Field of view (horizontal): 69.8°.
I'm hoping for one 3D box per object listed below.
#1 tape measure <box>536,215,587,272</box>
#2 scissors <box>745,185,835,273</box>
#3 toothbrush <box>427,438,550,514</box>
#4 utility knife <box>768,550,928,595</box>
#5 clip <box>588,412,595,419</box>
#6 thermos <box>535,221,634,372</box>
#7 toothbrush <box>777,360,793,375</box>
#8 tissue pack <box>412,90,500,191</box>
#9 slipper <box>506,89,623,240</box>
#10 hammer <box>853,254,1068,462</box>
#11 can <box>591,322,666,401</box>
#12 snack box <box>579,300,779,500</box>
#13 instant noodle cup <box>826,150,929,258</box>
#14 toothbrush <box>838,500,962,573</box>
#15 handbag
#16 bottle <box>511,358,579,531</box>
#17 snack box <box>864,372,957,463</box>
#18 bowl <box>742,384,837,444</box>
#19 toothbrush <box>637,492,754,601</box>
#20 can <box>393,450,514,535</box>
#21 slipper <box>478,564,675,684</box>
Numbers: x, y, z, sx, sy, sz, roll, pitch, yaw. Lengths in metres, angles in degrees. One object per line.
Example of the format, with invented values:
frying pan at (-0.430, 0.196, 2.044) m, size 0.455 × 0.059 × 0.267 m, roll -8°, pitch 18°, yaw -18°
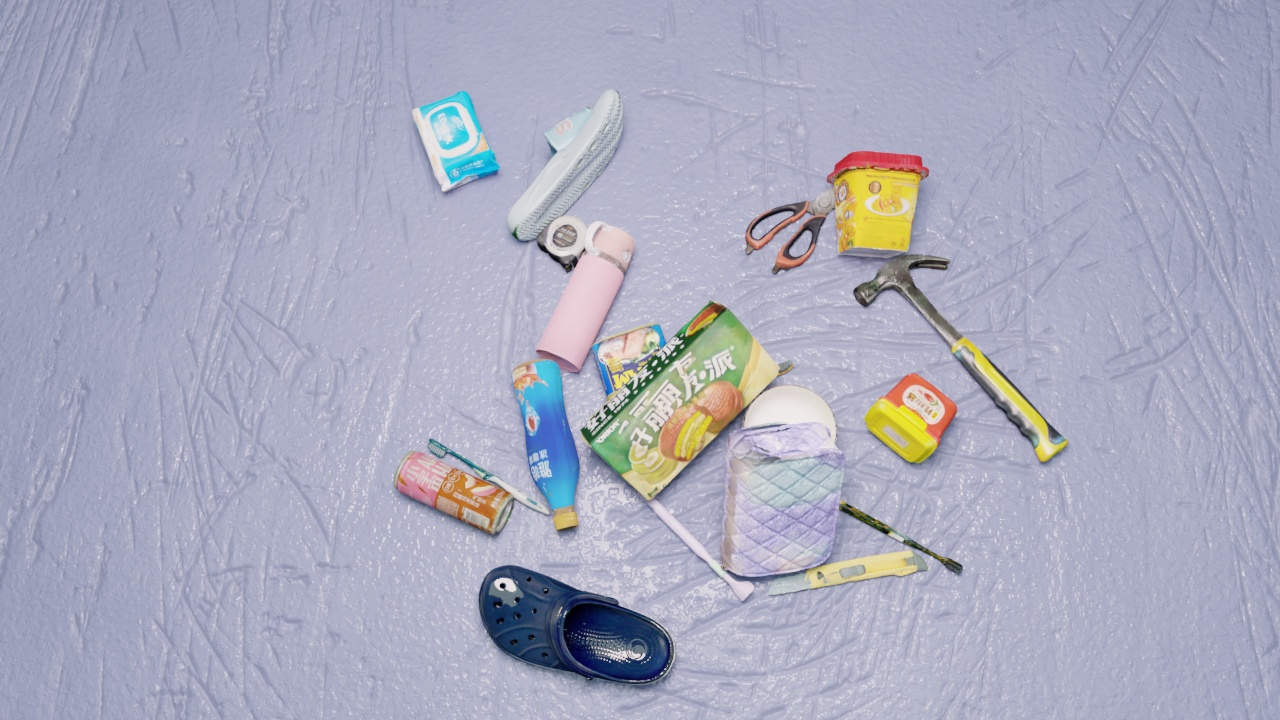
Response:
tape measure at (-0.102, -0.166, 1.274) m, size 0.066 × 0.033 × 0.066 m, roll 42°, pitch 82°, yaw 12°
scissors at (0.250, -0.198, 1.272) m, size 0.205 × 0.015 × 0.197 m, roll 3°, pitch 72°, yaw 5°
toothbrush at (-0.199, 0.153, 1.192) m, size 0.192 × 0.016 × 0.018 m, roll 29°, pitch 87°, yaw 12°
utility knife at (0.254, 0.263, 1.132) m, size 0.198 × 0.021 × 0.031 m, roll -12°, pitch 67°, yaw 4°
clip at (-0.041, 0.083, 1.201) m, size 0.058 × 0.041 × 0.026 m, roll 23°, pitch 78°, yaw 15°
thermos at (-0.074, -0.089, 1.222) m, size 0.067 × 0.087 × 0.198 m, roll 16°, pitch 75°, yaw 34°
toothbrush at (0.117, 0.045, 1.203) m, size 0.191 × 0.018 × 0.016 m, roll -27°, pitch 71°, yaw -5°
tissue pack at (-0.265, -0.314, 1.314) m, size 0.090 × 0.063 × 0.140 m, roll -23°, pitch 73°, yaw -4°
slipper at (-0.109, -0.274, 1.276) m, size 0.074 × 0.104 × 0.245 m, roll 37°, pitch 85°, yaw 15°
hammer at (0.430, -0.009, 1.193) m, size 0.126 × 0.032 × 0.323 m, roll -37°, pitch 74°, yaw -7°
can at (-0.007, 0.007, 1.203) m, size 0.102 × 0.057 × 0.083 m, roll -18°, pitch 70°, yaw -3°
snack box at (0.049, 0.049, 1.141) m, size 0.240 × 0.063 × 0.114 m, roll -44°, pitch 114°, yaw -1°
instant noodle cup at (0.311, -0.203, 1.217) m, size 0.116 × 0.116 × 0.123 m, roll 4°, pitch 89°, yaw -5°
toothbrush at (0.312, 0.214, 1.139) m, size 0.186 × 0.017 × 0.012 m, roll 28°, pitch 99°, yaw 12°
handbag at (0.162, 0.163, 1.079) m, size 0.134 × 0.194 × 0.075 m, roll -7°, pitch 35°, yaw -10°
bottle at (-0.115, 0.108, 1.173) m, size 0.065 × 0.065 × 0.218 m, roll -14°, pitch 72°, yaw -1°
snack box at (0.342, 0.070, 1.154) m, size 0.091 × 0.082 × 0.080 m, roll 40°, pitch 66°, yaw 13°
bowl at (0.185, 0.094, 1.159) m, size 0.116 × 0.066 × 0.116 m, roll -1°, pitch 74°, yaw 2°
toothbrush at (0.066, 0.227, 1.150) m, size 0.189 × 0.021 × 0.029 m, roll 43°, pitch 112°, yaw 16°
can at (-0.237, 0.167, 1.167) m, size 0.147 × 0.058 × 0.057 m, roll 23°, pitch 76°, yaw 10°
slipper at (-0.081, 0.323, 1.093) m, size 0.253 × 0.095 × 0.105 m, roll 19°, pitch 72°, yaw 5°
